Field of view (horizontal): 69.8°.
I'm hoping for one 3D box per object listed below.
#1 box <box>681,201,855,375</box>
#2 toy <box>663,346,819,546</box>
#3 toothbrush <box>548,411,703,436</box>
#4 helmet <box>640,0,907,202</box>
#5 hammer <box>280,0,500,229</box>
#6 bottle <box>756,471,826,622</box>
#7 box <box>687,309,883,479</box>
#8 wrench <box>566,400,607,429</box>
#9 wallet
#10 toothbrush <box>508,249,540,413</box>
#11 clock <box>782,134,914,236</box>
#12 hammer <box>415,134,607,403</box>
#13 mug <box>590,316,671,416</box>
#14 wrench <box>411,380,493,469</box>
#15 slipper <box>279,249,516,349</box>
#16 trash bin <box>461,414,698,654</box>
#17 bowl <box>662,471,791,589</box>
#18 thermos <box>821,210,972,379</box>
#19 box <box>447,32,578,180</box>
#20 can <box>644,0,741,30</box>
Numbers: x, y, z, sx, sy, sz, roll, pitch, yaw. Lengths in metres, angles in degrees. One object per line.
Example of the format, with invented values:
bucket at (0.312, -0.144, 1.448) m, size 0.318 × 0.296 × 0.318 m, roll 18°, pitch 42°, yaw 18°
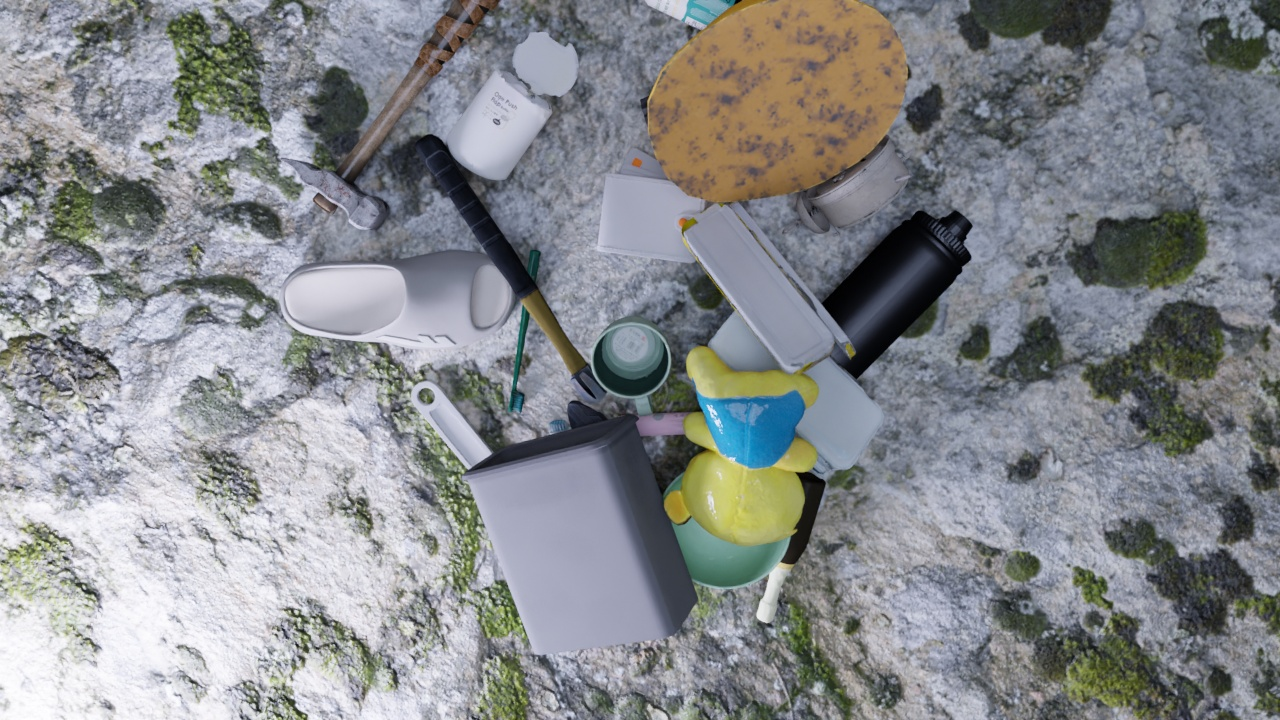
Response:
box at (0.136, -0.080, 0.948) m, size 0.210 × 0.117 × 0.057 m, roll 55°, pitch 136°, yaw 24°
toy at (0.105, 0.103, 0.946) m, size 0.149 × 0.083 × 0.214 m, roll 11°, pitch 113°, yaw 13°
toothbrush at (0.004, 0.075, 1.060) m, size 0.222 × 0.027 × 0.027 m, roll -3°, pitch 118°, yaw 2°
helmet at (0.129, -0.285, 0.937) m, size 0.256 × 0.131 × 0.205 m, roll -19°, pitch 129°, yaw 12°
hammer at (-0.252, -0.291, 0.989) m, size 0.121 × 0.049 × 0.319 m, roll 39°, pitch 97°, yaw -3°
bottle at (0.170, 0.221, 1.076) m, size 0.045 × 0.045 × 0.185 m, roll 14°, pitch 101°, yaw -2°
box at (0.146, 0.037, 1.026) m, size 0.215 × 0.127 × 0.106 m, roll 44°, pitch 66°, yaw -5°
wrench at (-0.036, 0.171, 1.073) m, size 0.073 × 0.022 × 0.273 m, roll -16°, pitch 105°, yaw 13°
wallet at (0.018, -0.171, 1.010) m, size 0.118 × 0.037 × 0.115 m, roll 8°, pitch 101°, yaw 3°
toothbrush at (-0.131, -0.031, 1.048) m, size 0.017 × 0.016 × 0.190 m, roll 10°, pitch 101°, yaw 1°
clock at (0.219, -0.174, 0.983) m, size 0.157 × 0.103 × 0.061 m, roll -32°, pitch 107°, yaw 32°
hammer at (-0.134, -0.093, 0.979) m, size 0.025 × 0.118 × 0.333 m, roll -33°, pitch 98°, yaw 3°
mug at (-0.006, 0.006, 1.008) m, size 0.084 × 0.104 × 0.111 m, roll -13°, pitch 99°, yaw 3°
wrench at (-0.166, 0.127, 1.079) m, size 0.087 × 0.018 × 0.273 m, roll -36°, pitch 97°, yaw 7°
slipper at (-0.274, -0.066, 1.011) m, size 0.266 × 0.080 × 0.113 m, roll 1°, pitch 98°, yaw 1°
trash bin at (-0.063, 0.192, 1.001) m, size 0.192 × 0.097 × 0.220 m, roll -16°, pitch 98°, yaw 26°
bowl at (0.095, 0.178, 1.051) m, size 0.151 × 0.077 × 0.151 m, roll 1°, pitch 99°, yaw 5°
thermos at (0.274, -0.080, 0.997) m, size 0.086 × 0.086 × 0.199 m, roll 42°, pitch 98°, yaw -7°
box at (-0.133, -0.274, 0.972) m, size 0.083 × 0.092 × 0.166 m, roll 40°, pitch 107°, yaw -3°
can at (0.053, -0.382, 0.959) m, size 0.101 × 0.055 × 0.055 m, roll 24°, pitch 100°, yaw -3°
